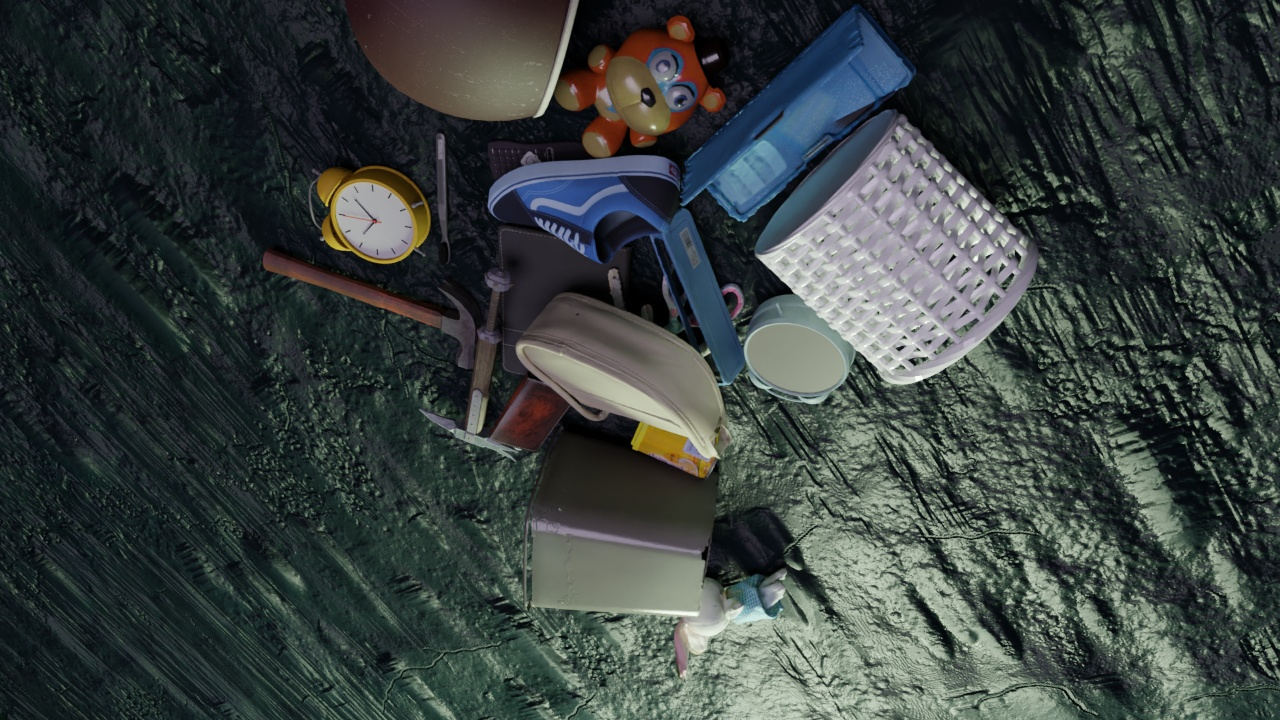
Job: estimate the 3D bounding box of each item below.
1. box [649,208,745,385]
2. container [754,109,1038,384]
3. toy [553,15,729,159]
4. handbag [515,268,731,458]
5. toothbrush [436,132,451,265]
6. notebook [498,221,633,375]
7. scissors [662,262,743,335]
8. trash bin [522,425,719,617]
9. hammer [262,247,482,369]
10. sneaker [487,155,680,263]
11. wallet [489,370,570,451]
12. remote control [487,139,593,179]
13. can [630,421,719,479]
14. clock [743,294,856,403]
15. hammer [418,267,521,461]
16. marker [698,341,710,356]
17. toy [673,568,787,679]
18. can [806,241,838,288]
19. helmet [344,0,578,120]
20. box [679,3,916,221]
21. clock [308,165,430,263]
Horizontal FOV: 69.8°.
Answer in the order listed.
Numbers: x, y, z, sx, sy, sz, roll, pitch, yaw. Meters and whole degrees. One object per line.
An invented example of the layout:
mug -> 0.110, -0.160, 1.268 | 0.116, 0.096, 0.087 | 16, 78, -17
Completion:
box -> 0.049, -0.064, 1.028 | 0.064, 0.069, 0.210 | -6, 119, 37
container -> 0.239, -0.107, 0.877 | 0.187, 0.188, 0.190 | 41, 125, -9
toy -> 0.006, -0.273, 0.911 | 0.176, 0.096, 0.112 | -24, 118, 18
handbag -> -0.006, 0.006, 1.052 | 0.229, 0.131, 0.184 | 17, 148, 39
toothbrush -> -0.234, -0.189, 1.088 | 0.013, 0.013, 0.168 | 12, 122, 10
notebook -> -0.095, -0.062, 1.113 | 0.169, 0.029, 0.209 | 12, 123, 10
scissors -> 0.032, -0.055, 1.084 | 0.108, 0.016, 0.180 | 43, 124, -13
trash bin -> -0.020, 0.218, 1.181 | 0.220, 0.196, 0.198 | 9, 125, 5
hammer -> -0.346, -0.085, 1.181 | 0.301, 0.028, 0.111 | 19, 126, 6
sneaker -> -0.073, -0.153, 0.976 | 0.242, 0.098, 0.083 | -1, 162, 32
wallet -> -0.137, 0.066, 1.171 | 0.072, 0.019, 0.123 | 19, 129, -25
remote control -> -0.112, -0.223, 1.025 | 0.124, 0.009, 0.046 | 4, 123, 16
can -> 0.047, 0.099, 1.146 | 0.105, 0.067, 0.068 | 24, 126, 2
clock -> 0.177, -0.006, 1.036 | 0.122, 0.045, 0.160 | 18, 140, 10
hammer -> -0.200, 0.002, 1.152 | 0.147, 0.028, 0.318 | 21, 136, 1
marker -> 0.038, 0.011, 1.124 | 0.146, 0.017, 0.017 | -33, 107, 32
toy -> 0.115, 0.339, 1.270 | 0.206, 0.130, 0.105 | -38, 84, 21
can -> 0.187, -0.109, 0.988 | 0.032, 0.032, 0.095 | -22, 113, 28
helmet -> -0.138, -0.346, 0.842 | 0.253, 0.233, 0.234 | 13, 154, -15
box -> 0.143, -0.220, 0.883 | 0.094, 0.109, 0.232 | 45, 124, -12
clock -> -0.327, -0.176, 1.102 | 0.152, 0.051, 0.114 | 11, 125, 7
